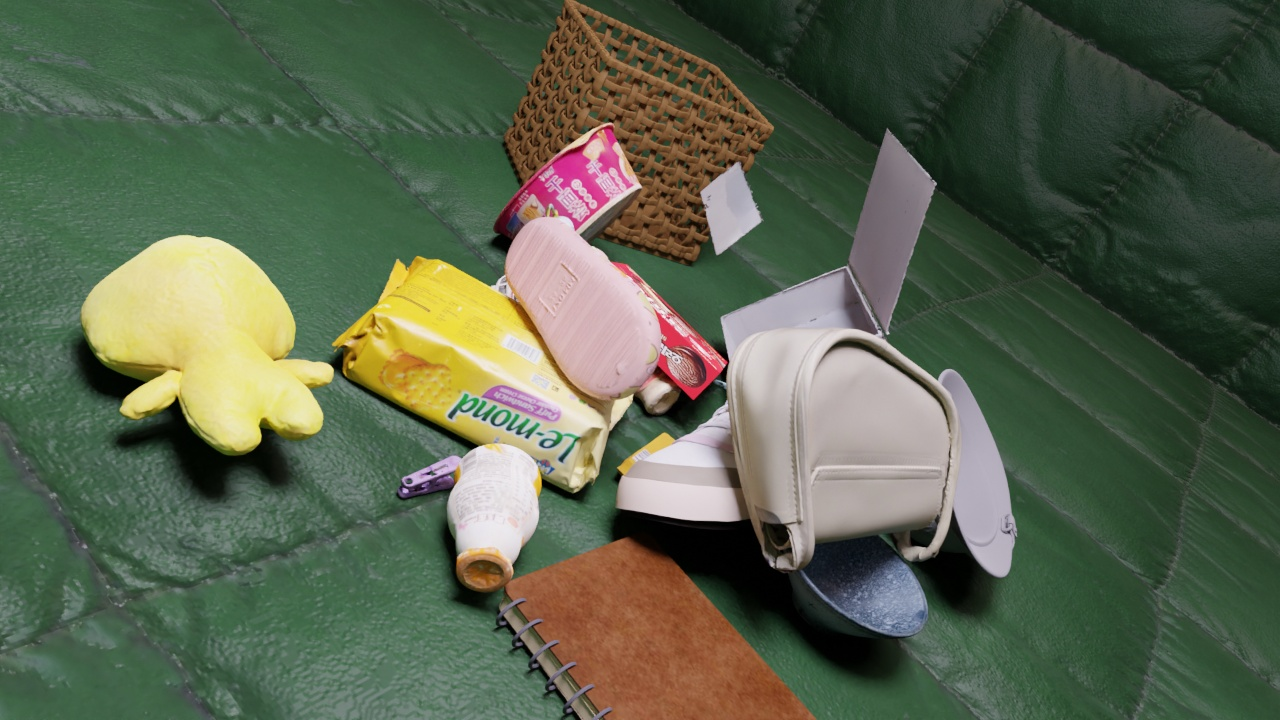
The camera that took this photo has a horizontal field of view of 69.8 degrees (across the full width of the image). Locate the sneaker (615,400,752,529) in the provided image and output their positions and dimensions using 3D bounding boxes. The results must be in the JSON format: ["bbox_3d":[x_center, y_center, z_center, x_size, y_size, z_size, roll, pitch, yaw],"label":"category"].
[{"bbox_3d":[0.089,0.064,0.786,0.112,0.116,0.293,2,6,40],"label":"sneaker"}]

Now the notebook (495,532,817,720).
[{"bbox_3d":[0.022,0.217,0.606,0.225,0.024,0.167,45,29,25],"label":"notebook"}]

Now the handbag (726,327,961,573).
[{"bbox_3d":[0.152,0.071,0.737,0.228,0.184,0.132,6,-3,-39],"label":"handbag"}]

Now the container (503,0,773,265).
[{"bbox_3d":[-0.012,-0.299,1.221,0.251,0.215,0.219,13,32,-31],"label":"container"}]

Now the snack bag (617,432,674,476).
[{"bbox_3d":[0.009,0.088,0.812,0.026,0.020,0.099,42,28,10],"label":"snack bag"}]

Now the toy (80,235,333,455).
[{"bbox_3d":[-0.284,-0.012,0.608,0.133,0.092,0.207,-8,49,-46],"label":"toy"}]

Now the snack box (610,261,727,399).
[{"bbox_3d":[0.018,-0.033,0.931,0.152,0.036,0.132,44,9,3],"label":"snack box"}]

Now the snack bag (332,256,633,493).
[{"bbox_3d":[-0.122,0.002,0.772,0.247,0.068,0.159,28,28,-5],"label":"snack bag"}]

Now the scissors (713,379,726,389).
[{"bbox_3d":[0.145,0.045,0.920,0.129,0.135,0.015,49,39,-14],"label":"scissors"}]

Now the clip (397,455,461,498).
[{"bbox_3d":[-0.150,0.084,0.656,0.013,0.032,0.051,46,33,24],"label":"clip"}]

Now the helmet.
[{"bbox_3d":[0.295,0.125,0.947,0.183,0.118,0.270,59,31,-13],"label":"helmet"}]

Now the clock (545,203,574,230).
[{"bbox_3d":[-0.086,-0.098,0.921,0.057,0.118,0.083,-5,28,4],"label":"clock"}]

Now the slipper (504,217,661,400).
[{"bbox_3d":[-0.038,-0.047,0.772,0.081,0.093,0.197,13,30,-51],"label":"slipper"}]

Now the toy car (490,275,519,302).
[{"bbox_3d":[-0.133,-0.060,0.902,0.039,0.039,0.113,2,33,-9],"label":"toy car"}]

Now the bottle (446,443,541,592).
[{"bbox_3d":[-0.101,0.106,0.624,0.063,0.063,0.108,23,28,-16],"label":"bottle"}]

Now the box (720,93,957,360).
[{"bbox_3d":[0.199,-0.091,0.951,0.165,0.331,0.166,11,31,-10],"label":"box"}]

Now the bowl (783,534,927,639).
[{"bbox_3d":[0.163,0.188,0.759,0.137,0.057,0.136,24,28,-14],"label":"bowl"}]

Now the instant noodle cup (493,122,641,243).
[{"bbox_3d":[-0.072,-0.174,1.024,0.077,0.179,0.178,49,28,-2],"label":"instant noodle cup"}]

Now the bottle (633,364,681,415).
[{"bbox_3d":[-0.005,0.005,0.912,0.044,0.044,0.109,-3,43,-47],"label":"bottle"}]
